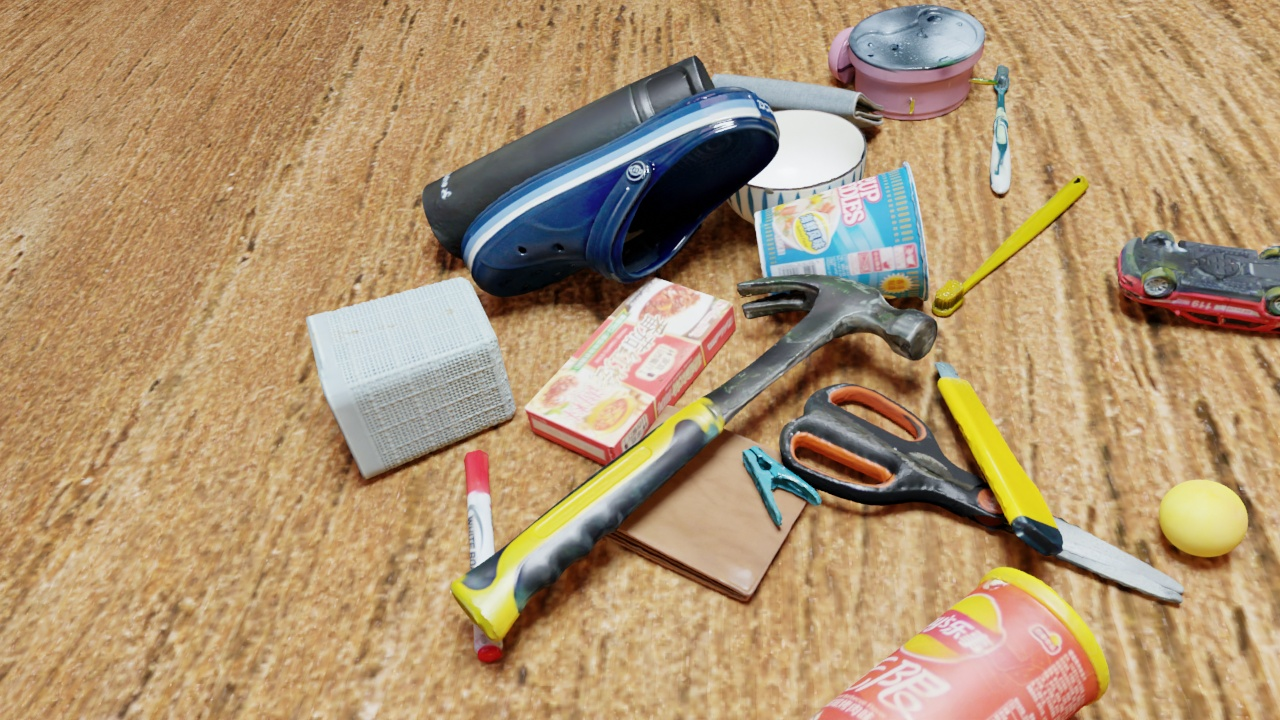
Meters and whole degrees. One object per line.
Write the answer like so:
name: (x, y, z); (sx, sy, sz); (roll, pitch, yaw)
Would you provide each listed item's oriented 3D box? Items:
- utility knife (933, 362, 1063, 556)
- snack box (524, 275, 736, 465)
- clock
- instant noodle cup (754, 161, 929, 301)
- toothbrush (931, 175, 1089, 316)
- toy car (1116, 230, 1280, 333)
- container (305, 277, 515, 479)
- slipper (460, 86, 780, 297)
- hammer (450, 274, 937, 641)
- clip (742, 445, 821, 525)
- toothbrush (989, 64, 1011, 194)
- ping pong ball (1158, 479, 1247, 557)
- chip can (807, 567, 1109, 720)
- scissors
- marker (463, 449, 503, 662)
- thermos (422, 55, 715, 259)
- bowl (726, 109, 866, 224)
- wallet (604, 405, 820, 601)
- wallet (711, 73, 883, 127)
utility knife: (0.203, 0.050, 0.538); (0.033, 0.015, 0.176); (24, 29, -17)
snack box: (-0.004, 0.004, 0.636); (0.075, 0.025, 0.152); (21, 53, 29)
clock: (0.242, -0.282, 0.849); (0.117, 0.060, 0.158); (-22, 47, -9)
instant noodle cup: (0.140, -0.080, 0.649); (0.110, 0.099, 0.099); (-9, 44, 12)
toothbrush: (0.276, -0.089, 0.678); (0.189, 0.017, 0.016); (-37, 51, -24)
toy car: (0.374, -0.048, 0.597); (0.120, 0.045, 0.052); (14, 48, 17)
container: (-0.151, 0.008, 0.619); (0.111, 0.090, 0.090); (-19, 45, -12)
slipper: (-0.009, -0.102, 0.671); (0.253, 0.105, 0.095); (-26, 64, 18)
hammer: (0.026, 0.044, 0.549); (0.322, 0.032, 0.126); (-37, 43, -21)
clip: (0.078, 0.071, 0.541); (0.034, 0.013, 0.055); (-21, 50, -18)
toothbrush: (0.308, -0.201, 0.783); (0.016, 0.018, 0.191); (6, 47, 16)
ping pong ball: (0.296, 0.083, 0.484); (0.040, 0.040, 0.040); (-6, 45, 6)
chip can: (0.106, 0.180, 0.404); (0.216, 0.073, 0.073); (-31, 48, -18)
scissors: (0.197, 0.068, 0.534); (0.235, 0.022, 0.139); (10, 41, 13)
marker: (-0.095, 0.113, 0.551); (0.017, 0.017, 0.145); (-13, 44, -2)
thermos: (-0.053, -0.163, 0.731); (0.243, 0.068, 0.089); (-22, 34, 17)
bowl: (0.119, -0.142, 0.727); (0.116, 0.066, 0.116); (-6, 44, 5)
wallet: (0.038, 0.082, 0.554); (0.115, 0.020, 0.101); (22, 52, 26)
wallet: (0.138, -0.220, 0.800); (0.130, 0.037, 0.106); (15, 12, 26)
